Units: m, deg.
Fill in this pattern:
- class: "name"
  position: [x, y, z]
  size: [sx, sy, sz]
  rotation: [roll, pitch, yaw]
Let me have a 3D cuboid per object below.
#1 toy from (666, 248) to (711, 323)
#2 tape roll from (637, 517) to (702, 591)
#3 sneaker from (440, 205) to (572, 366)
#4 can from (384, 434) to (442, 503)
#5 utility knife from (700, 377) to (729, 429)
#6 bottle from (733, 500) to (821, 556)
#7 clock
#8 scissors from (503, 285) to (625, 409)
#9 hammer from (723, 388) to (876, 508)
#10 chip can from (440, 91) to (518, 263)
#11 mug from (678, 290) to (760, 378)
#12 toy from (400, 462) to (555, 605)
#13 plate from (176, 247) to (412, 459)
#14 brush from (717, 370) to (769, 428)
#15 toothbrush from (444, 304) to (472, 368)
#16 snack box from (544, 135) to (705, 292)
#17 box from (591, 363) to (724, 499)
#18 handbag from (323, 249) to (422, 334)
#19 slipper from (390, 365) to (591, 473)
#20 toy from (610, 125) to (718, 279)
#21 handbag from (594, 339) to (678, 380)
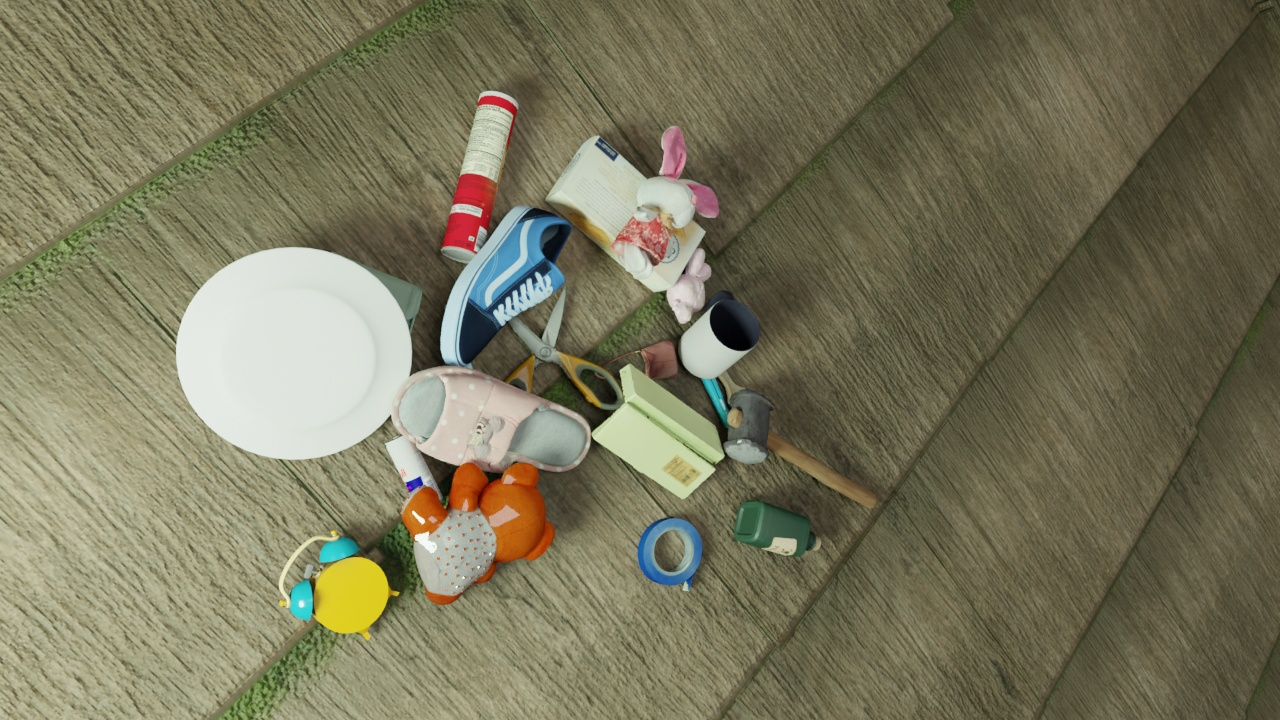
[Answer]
- class: "toy"
  position: [0.069, -0.104, 1.300]
  size: [0.109, 0.047, 0.063]
  rotation: [-63, 144, -23]
- class: "tape roll"
  position: [0.041, 0.262, 1.259]
  size: [0.093, 0.016, 0.091]
  rotation: [26, 72, -24]
- class: "sneaker"
  position: [-0.155, -0.091, 1.124]
  size: [0.240, 0.098, 0.083]
  rotation: [-64, 156, -27]
- class: "can"
  position: [-0.269, 0.133, 1.091]
  size: [0.032, 0.032, 0.095]
  rotation: [-29, 98, -29]
- class: "utility knife"
  position: [0.123, 0.076, 1.330]
  size: [0.022, 0.015, 0.162]
  rotation: [-35, 104, -37]
- class: "bottle"
  position: [0.206, 0.249, 1.327]
  size: [0.131, 0.061, 0.061]
  rotation: [22, 71, -25]
- class: "clock"
  position: [-0.340, 0.255, 1.033]
  size: [0.129, 0.044, 0.099]
  rotation: [43, 66, -26]
- class: "scissors"
  position: [-0.115, 0.013, 1.195]
  size: [0.229, 0.016, 0.225]
  rotation: [27, 73, -19]
- class: "hammer"
  position: [0.245, 0.151, 1.357]
  size: [0.328, 0.052, 0.097]
  rotation: [32, 53, -31]
- class: "chip can"
  position: [-0.203, -0.231, 1.160]
  size: [0.051, 0.052, 0.214]
  rotation: [18, 76, -27]
- class: "mug"
  position: [0.109, -0.043, 1.281]
  size: [0.078, 0.097, 0.111]
  rotation: [13, 62, -20]
- class: "toy"
  position: [-0.190, 0.199, 1.090]
  size: [0.172, 0.093, 0.164]
  rotation: [-23, 114, -30]
- class: "plate"
  position: [-0.373, -0.002, 1.002]
  size: [0.242, 0.016, 0.243]
  rotation: [-6, 109, -19]
- class: "brush"
  position: [0.142, 0.054, 1.342]
  size: [0.038, 0.012, 0.151]
  rotation: [-43, 105, -27]
- class: "toothbrush"
  position: [-0.217, 0.004, 1.145]
  size: [0.022, 0.016, 0.155]
  rotation: [-14, 91, -21]
- class: "snack box"
  position: [-0.019, -0.197, 1.256]
  size: [0.208, 0.058, 0.104]
  rotation: [39, 68, -20]
- class: "box"
  position: [0.033, 0.097, 1.233]
  size: [0.188, 0.066, 0.127]
  rotation: [39, 69, -32]
- class: "handbag"
  position: [-0.327, -0.059, 1.062]
  size: [0.121, 0.067, 0.106]
  rotation: [21, 73, -25]
- class: "slipper"
  position: [-0.170, 0.081, 1.112]
  size: [0.274, 0.054, 0.114]
  rotation: [18, 97, -36]
- class: "toy"
  position: [0.029, -0.193, 1.202]
  size: [0.193, 0.084, 0.159]
  rotation: [-59, 139, -22]
- class: "handbag"
  position: [-0.007, 0.007, 1.260]
  size: [0.119, 0.029, 0.055]
  rotation: [-11, 91, -25]
